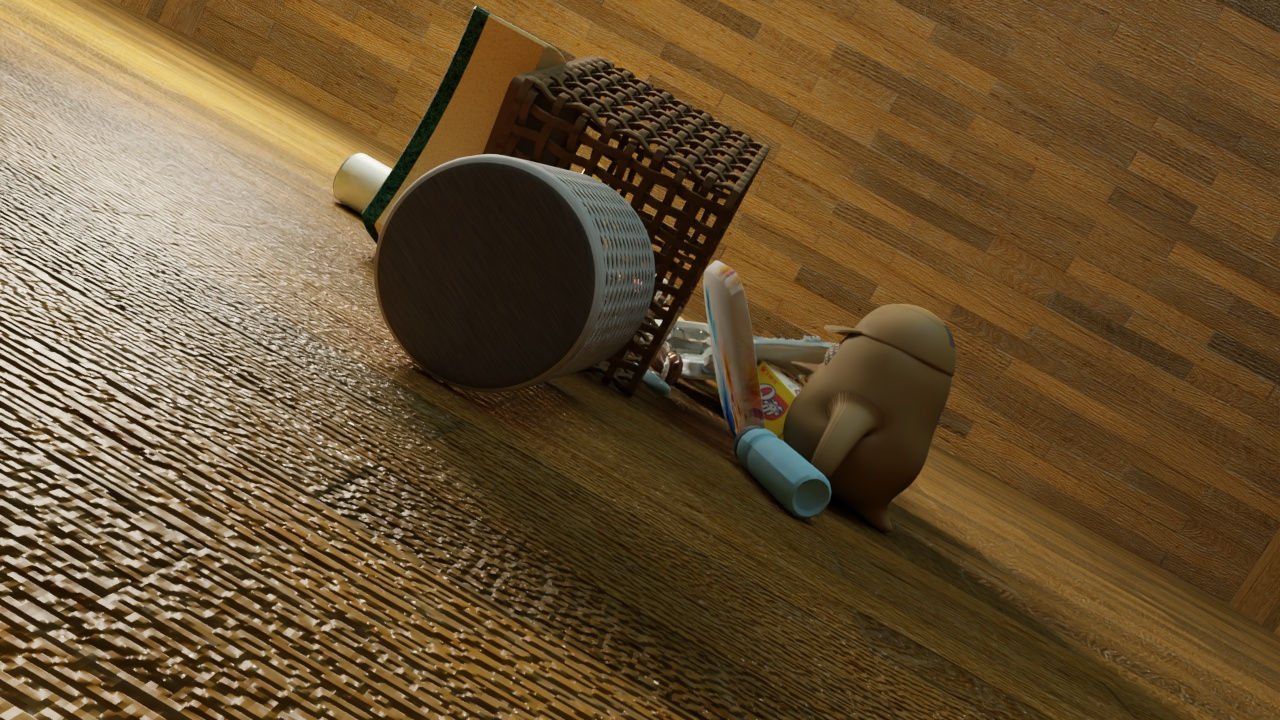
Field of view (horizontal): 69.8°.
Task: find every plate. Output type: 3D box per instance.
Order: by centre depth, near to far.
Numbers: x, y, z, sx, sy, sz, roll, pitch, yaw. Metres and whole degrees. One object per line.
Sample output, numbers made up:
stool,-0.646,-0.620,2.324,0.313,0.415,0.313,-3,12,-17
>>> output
plate,0.089,-0.001,0.905,0.016,0.187,0.187,-10,13,-3

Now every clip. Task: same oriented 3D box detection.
clip,0.065,-0.025,1.256,0.125,0.074,0.143,5,10,3

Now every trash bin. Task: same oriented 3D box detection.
trash bin,-0.079,-0.059,0.628,0.156,0.156,0.183,29,9,5

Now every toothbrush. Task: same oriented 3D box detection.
toothbrush,-0.006,0.006,1.013,0.155,0.016,0.022,38,-26,55

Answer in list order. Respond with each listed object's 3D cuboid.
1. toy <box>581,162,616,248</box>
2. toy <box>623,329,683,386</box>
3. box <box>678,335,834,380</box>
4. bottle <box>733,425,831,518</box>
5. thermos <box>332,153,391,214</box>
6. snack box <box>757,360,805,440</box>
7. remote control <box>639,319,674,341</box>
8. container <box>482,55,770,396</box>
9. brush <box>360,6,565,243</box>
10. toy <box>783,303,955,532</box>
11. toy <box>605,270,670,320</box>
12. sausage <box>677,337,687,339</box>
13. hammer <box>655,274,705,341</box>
toy,-0.153,-0.183,1.282,0.268,0.141,0.245,-10,18,34
toy,0.011,-0.004,1.063,0.054,0.042,0.102,-3,32,-32
box,0.139,0.002,1.115,0.209,0.061,0.193,2,-3,-43
bottle,0.114,0.089,0.774,0.040,0.040,0.130,26,7,-22
thermos,-0.251,-0.164,1.076,0.230,0.068,0.068,31,7,12
snack box,0.165,0.055,1.063,0.083,0.061,0.105,50,16,26
remote control,-0.008,-0.060,1.371,0.147,0.045,0.008,33,0,33
container,-0.029,-0.147,0.917,0.214,0.220,0.251,29,26,2
brush,-0.165,-0.204,0.919,0.075,0.250,0.195,29,0,2
toy,0.217,0.037,0.882,0.162,0.203,0.198,31,7,20
toy,-0.051,-0.104,1.332,0.194,0.084,0.158,15,22,25
sausage,0.011,-0.052,1.399,0.044,0.039,0.164,-18,35,-31
hammer,0.094,-0.023,1.378,0.328,0.039,0.131,41,-22,36
